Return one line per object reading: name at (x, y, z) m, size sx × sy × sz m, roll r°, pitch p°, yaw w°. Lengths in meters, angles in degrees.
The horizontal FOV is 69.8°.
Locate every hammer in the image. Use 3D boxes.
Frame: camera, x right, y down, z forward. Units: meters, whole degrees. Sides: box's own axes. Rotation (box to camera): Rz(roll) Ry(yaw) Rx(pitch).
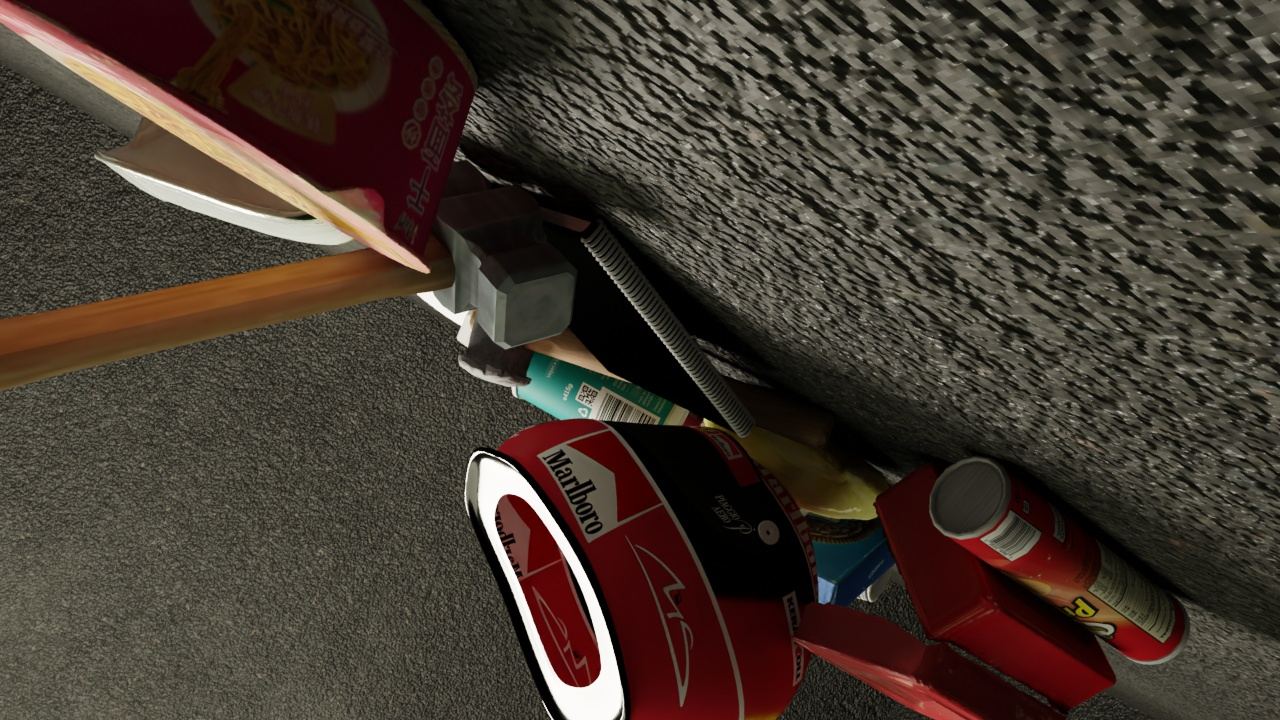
hammer at (-0.004, 0.004, 0.726) m, size 0.329 × 0.098 × 0.052 m, roll 17°, pitch 178°, yaw 27°
hammer at (-0.190, -0.024, 0.414) m, size 0.117 × 0.322 × 0.051 m, roll 47°, pitch 141°, yaw 37°

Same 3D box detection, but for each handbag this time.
handbag at (-0.240, -0.132, 0.590) m, size 0.142 × 0.096 × 0.199 m, roll 17°, pitch 177°, yaw -16°

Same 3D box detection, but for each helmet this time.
helmet at (0.021, 0.158, 0.702) m, size 0.198 × 0.224 × 0.271 m, roll -40°, pitch 71°, yaw 54°

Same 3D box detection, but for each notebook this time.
notebook at (-0.023, -0.032, 0.586) m, size 0.149 × 0.016 × 0.207 m, roll 24°, pitch 162°, yaw 45°

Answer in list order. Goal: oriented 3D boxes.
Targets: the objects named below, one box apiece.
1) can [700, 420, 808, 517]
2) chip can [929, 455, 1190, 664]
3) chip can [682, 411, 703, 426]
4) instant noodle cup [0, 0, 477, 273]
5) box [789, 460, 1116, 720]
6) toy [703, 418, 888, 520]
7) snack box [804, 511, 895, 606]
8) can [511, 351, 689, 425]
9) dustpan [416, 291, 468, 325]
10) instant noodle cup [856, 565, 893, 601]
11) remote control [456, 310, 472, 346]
can at (0.116, 0.098, 0.901) m, size 0.128 × 0.072 × 0.072 m, roll 29°, pitch 174°, yaw 8°
chip can at (0.260, 0.126, 0.560) m, size 0.214 × 0.051 × 0.052 m, roll 33°, pitch 173°, yaw -29°
chip can at (0.083, 0.115, 1.201) m, size 0.233 × 0.073 × 0.073 m, roll 32°, pitch 174°, yaw -21°
instant noodle cup at (-0.139, -0.112, 0.347) m, size 0.178 × 0.077 × 0.179 m, roll 30°, pitch 175°, yaw 2°
box at (0.223, 0.164, 0.613) m, size 0.157 × 0.156 × 0.147 m, roll 36°, pitch 166°, yaw -30°
toy at (0.124, 0.080, 0.763) m, size 0.170 × 0.064 × 0.155 m, roll 29°, pitch 168°, yaw 11°
snack box at (0.138, 0.162, 0.959) m, size 0.239 × 0.056 × 0.195 m, roll 26°, pitch -154°, yaw 31°
can at (-0.030, 0.024, 0.845) m, size 0.144 × 0.099 × 0.099 m, roll 28°, pitch 174°, yaw 11°
dustpan at (-0.189, -0.105, 0.914) m, size 0.191 × 0.053 × 0.258 m, roll 28°, pitch 162°, yaw 17°
instant noodle cup at (0.277, 0.253, 1.226) m, size 0.112 × 0.137 × 0.137 m, roll 17°, pitch 168°, yaw 30°
remote control at (-0.149, -0.021, 0.944) m, size 0.074 × 0.019 × 0.151 m, roll 35°, pitch 164°, yaw -8°
